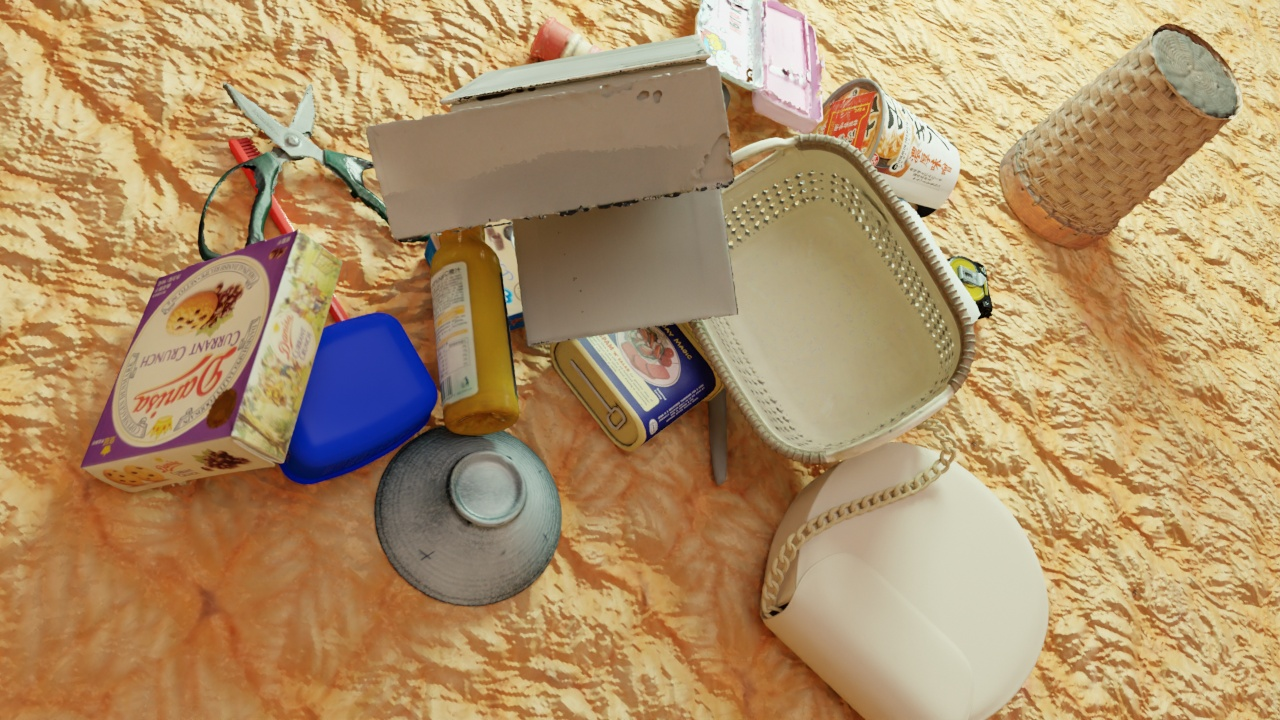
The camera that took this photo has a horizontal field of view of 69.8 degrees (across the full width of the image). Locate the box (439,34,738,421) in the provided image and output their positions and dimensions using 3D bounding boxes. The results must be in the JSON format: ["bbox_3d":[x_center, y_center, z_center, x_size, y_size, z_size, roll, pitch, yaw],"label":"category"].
[{"bbox_3d":[-0.011,-0.070,0.729,0.167,0.423,0.173,-8,47,5],"label":"box"}]

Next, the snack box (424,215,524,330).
[{"bbox_3d":[-0.091,-0.077,0.758,0.151,0.034,0.087,-19,73,-30],"label":"snack box"}]

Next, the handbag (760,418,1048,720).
[{"bbox_3d":[0.212,0.173,0.719,0.210,0.104,0.208,43,60,4],"label":"handbag"}]

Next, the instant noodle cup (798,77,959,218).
[{"bbox_3d":[0.247,-0.203,0.928,0.121,0.124,0.123,16,59,-26],"label":"instant noodle cup"}]

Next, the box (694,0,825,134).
[{"bbox_3d":[0.121,-0.327,0.955,0.152,0.038,0.200,20,46,-15],"label":"box"}]

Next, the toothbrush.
[{"bbox_3d":[-0.258,-0.089,0.705,0.017,0.012,0.212,-27,77,-35],"label":"toothbrush"}]

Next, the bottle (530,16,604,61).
[{"bbox_3d":[-0.050,-0.283,0.878,0.109,0.044,0.044,30,56,-7],"label":"bottle"}]

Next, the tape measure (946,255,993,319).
[{"bbox_3d":[0.330,-0.078,0.941,0.061,0.034,0.061,9,60,-17],"label":"tape measure"}]

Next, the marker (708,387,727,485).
[{"bbox_3d":[0.067,0.039,0.773,0.016,0.022,0.138,13,59,-22],"label":"marker"}]

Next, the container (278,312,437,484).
[{"bbox_3d":[-0.203,0.023,0.633,0.114,0.058,0.096,-29,87,-30],"label":"container"}]

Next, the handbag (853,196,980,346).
[{"bbox_3d":[0.213,-0.063,0.862,0.175,0.074,0.151,-22,75,-21],"label":"handbag"}]

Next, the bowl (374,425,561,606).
[{"bbox_3d":[-0.113,0.098,0.644,0.137,0.057,0.136,10,61,-19],"label":"bowl"}]

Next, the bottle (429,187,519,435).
[{"bbox_3d":[-0.125,-0.040,0.672,0.053,0.053,0.186,0,64,-24],"label":"bottle"}]

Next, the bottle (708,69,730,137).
[{"bbox_3d":[0.039,-0.244,0.894,0.083,0.046,0.173,26,57,-9],"label":"bottle"}]

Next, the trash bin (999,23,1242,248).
[{"bbox_3d":[0.525,-0.239,1.004,0.151,0.211,0.151,10,62,-19],"label":"trash bin"}]

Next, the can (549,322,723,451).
[{"bbox_3d":[-0.004,0.004,0.740,0.092,0.057,0.116,-34,81,-32],"label":"can"}]

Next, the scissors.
[{"bbox_3d":[-0.268,-0.132,0.708,0.201,0.015,0.202,39,51,-4],"label":"scissors"}]

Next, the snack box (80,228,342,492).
[{"bbox_3d":[-0.269,0.001,0.581,0.040,0.144,0.147,43,43,-48],"label":"snack box"}]

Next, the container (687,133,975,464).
[{"bbox_3d":[0.141,-0.042,0.734,0.185,0.142,0.246,-30,75,10],"label":"container"}]
